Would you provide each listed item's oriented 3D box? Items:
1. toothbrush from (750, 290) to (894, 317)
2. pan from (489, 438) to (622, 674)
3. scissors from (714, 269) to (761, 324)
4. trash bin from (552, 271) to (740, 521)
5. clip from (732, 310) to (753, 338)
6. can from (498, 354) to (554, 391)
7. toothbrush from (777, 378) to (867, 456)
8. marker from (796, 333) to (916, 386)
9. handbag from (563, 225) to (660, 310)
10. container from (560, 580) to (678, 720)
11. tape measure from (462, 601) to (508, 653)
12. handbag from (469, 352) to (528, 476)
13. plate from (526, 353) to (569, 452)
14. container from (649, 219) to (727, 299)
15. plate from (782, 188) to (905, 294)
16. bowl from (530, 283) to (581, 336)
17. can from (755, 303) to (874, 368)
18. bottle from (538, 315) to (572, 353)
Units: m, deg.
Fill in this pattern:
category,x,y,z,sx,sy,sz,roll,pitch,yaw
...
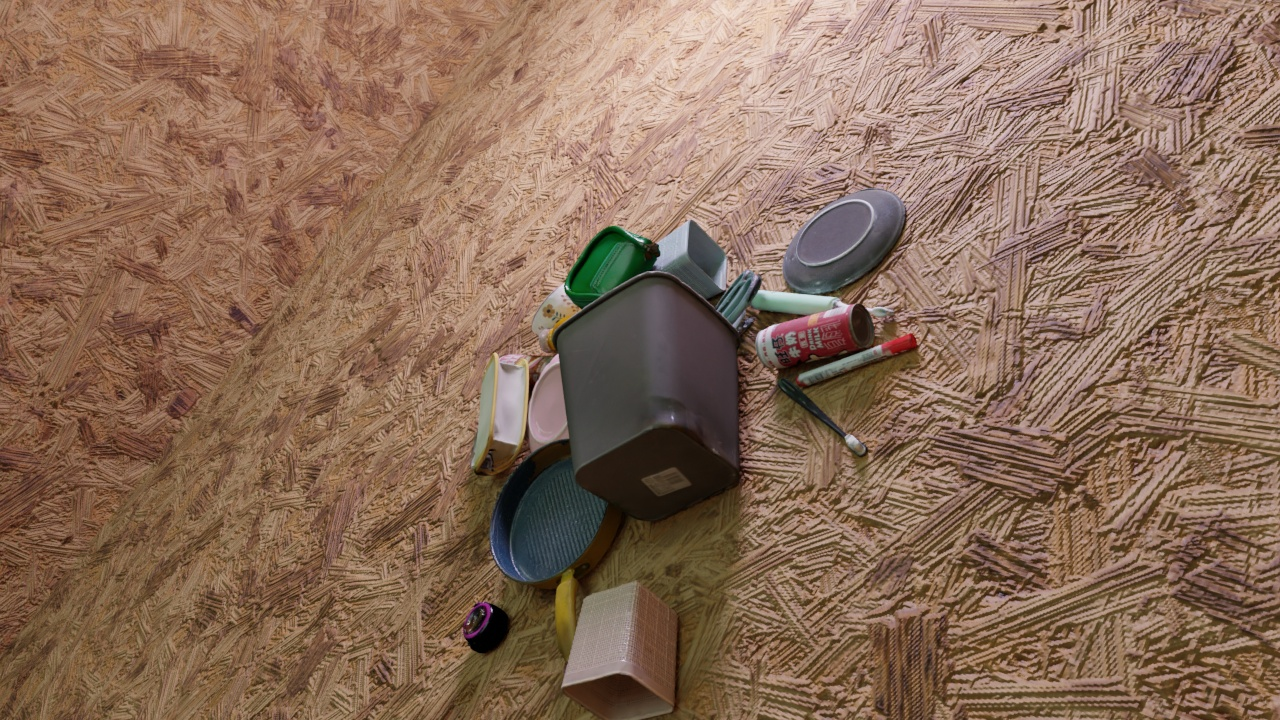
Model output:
category,x,y,z,sx,sy,sz,roll,pitch,yaw
toothbrush,0.218,-0.068,1.133,0.225,0.027,0.026,12,100,54
pan,-0.097,0.240,1.116,0.198,0.078,0.357,-38,43,14
scissors,0.104,-0.047,1.220,0.180,0.019,0.143,-54,11,-3
trash bin,0.016,0.052,1.103,0.199,0.198,0.219,-31,43,27
clip,0.126,-0.041,1.219,0.057,0.032,0.025,-50,27,1
can,-0.175,0.020,1.466,0.147,0.058,0.057,2,56,50
toothbrush,0.199,0.058,1.030,0.015,0.018,0.181,-48,31,4
marker,0.242,0.001,1.039,0.146,0.017,0.017,-23,39,33
handbag,-0.037,-0.122,1.299,0.120,0.068,0.131,13,68,53
container,-0.016,0.300,0.952,0.090,0.090,0.110,-26,35,30
tape measure,-0.199,0.338,1.167,0.058,0.039,0.057,-46,32,2
handbag,-0.221,0.095,1.408,0.179,0.063,0.163,130,146,-53
plate,-0.111,0.064,1.307,0.193,0.039,0.192,-28,52,44
container,0.055,-0.128,1.334,0.112,0.090,0.090,-29,36,32
plate,0.256,-0.161,1.192,0.180,0.024,0.179,-30,36,25
bowl,-0.114,-0.069,1.469,0.062,0.113,0.113,41,87,17
can,0.203,-0.026,1.079,0.133,0.053,0.053,-15,44,40
bottle,-0.068,-0.041,1.373,0.190,0.068,0.067,-8,48,32
